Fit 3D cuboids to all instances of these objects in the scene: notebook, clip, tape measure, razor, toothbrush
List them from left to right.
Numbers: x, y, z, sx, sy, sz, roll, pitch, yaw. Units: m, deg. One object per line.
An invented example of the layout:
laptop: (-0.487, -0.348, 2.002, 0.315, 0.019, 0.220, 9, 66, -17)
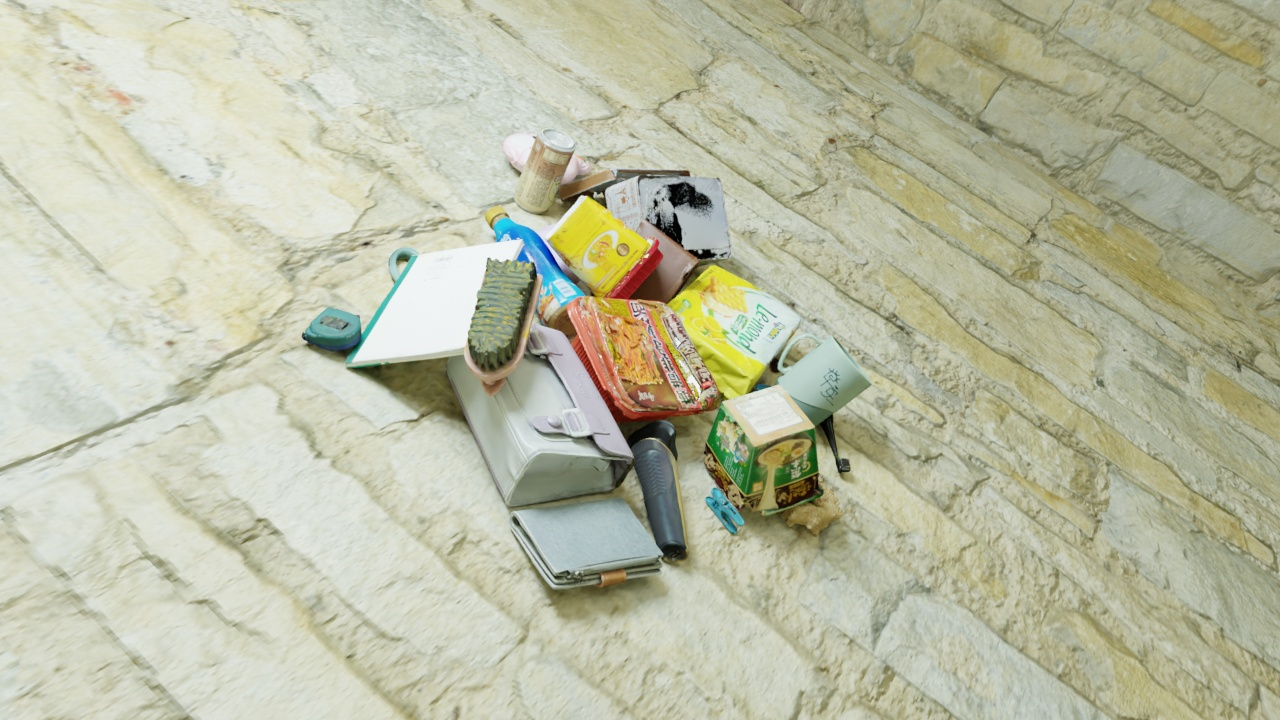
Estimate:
tape measure: (-0.328, -0.034, 0.986, 0.054, 0.025, 0.058, 13, 35, 8)
notebook: (-0.226, -0.068, 1.028, 0.150, 0.012, 0.208, -6, 38, 17)
razor: (0.025, 0.143, 1.004, 0.067, 0.062, 0.167, 41, 27, -43)
clip: (0.095, 0.170, 1.038, 0.014, 0.045, 0.057, -12, 54, -46)
toothbrush: (0.253, 0.074, 1.259, 0.027, 0.026, 0.212, -2, 42, -5)

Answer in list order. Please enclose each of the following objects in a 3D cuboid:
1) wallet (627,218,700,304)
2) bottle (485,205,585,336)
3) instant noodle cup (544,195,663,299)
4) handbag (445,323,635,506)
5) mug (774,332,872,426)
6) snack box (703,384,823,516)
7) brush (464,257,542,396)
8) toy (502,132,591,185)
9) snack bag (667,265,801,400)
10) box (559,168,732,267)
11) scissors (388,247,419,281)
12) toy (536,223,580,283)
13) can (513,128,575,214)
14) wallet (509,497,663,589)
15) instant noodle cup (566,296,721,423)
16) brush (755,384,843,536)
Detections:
wallet: (0.007, -0.117, 1.254, 0.101, 0.124, 0.032, 36, -1, 9)
bottle: (-0.143, -0.124, 1.199, 0.065, 0.065, 0.218, -9, 49, -41)
instant noodle cup: (-0.052, -0.142, 1.179, 0.123, 0.116, 0.116, 42, 2, -13)
handbag: (-0.107, 0.051, 0.989, 0.144, 0.099, 0.197, 3, 43, -40)
mug: (0.230, 0.021, 1.216, 0.112, 0.106, 0.082, 49, 15, -6)
snack box: (0.144, 0.097, 1.053, 0.117, 0.106, 0.118, -16, 45, -19)
brush: (-0.141, -0.035, 0.937, 0.063, 0.073, 0.145, 6, 51, 1)
toy: (-0.145, -0.321, 1.453, 0.121, 0.054, 0.159, 39, 29, 13)
snack bag: (0.116, -0.039, 1.268, 0.158, 0.068, 0.245, 35, 36, 9)
box: (0.007, -0.207, 1.395, 0.180, 0.198, 0.157, -10, 92, -43)
scissors: (-0.242, -0.092, 1.132, 0.181, 0.019, 0.169, 32, 37, 3)
toy: (-0.119, -0.145, 1.263, 0.083, 0.039, 0.108, -23, 64, -32)
can: (-0.141, -0.276, 1.341, 0.058, 0.117, 0.058, 19, 36, -15)
wallet: (-0.052, 0.184, 0.909, 0.129, 0.037, 0.106, -1, 34, -36)
instant noodle cup: (-0.007, 0.006, 1.093, 0.188, 0.079, 0.164, 1, 55, -47)
brush: (0.188, 0.117, 1.157, 0.083, 0.046, 0.254, 9, 36, -19)
